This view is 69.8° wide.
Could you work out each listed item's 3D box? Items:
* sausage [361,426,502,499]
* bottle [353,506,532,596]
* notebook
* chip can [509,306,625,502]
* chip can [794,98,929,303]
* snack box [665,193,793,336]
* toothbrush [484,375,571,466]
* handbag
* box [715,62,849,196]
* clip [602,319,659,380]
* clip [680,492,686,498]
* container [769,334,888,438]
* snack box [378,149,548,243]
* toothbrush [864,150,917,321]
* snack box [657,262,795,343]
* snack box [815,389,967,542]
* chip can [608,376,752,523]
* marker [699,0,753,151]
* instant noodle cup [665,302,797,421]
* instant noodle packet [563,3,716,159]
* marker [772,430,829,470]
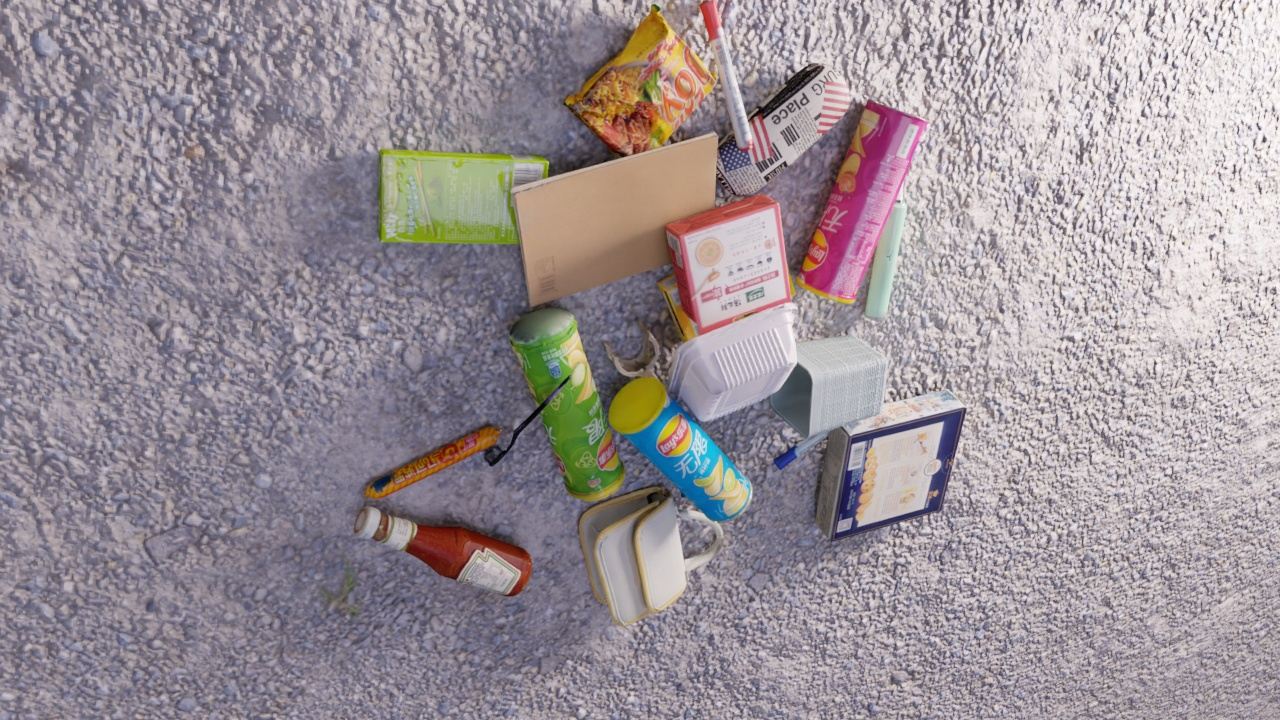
[{"bbox_3d":[-0.224,0.111,0.990,0.165,0.021,0.021,-26,123,-8],"label":"sausage"},{"bbox_3d":[-0.218,0.210,1.022,0.206,0.059,0.060,27,103,-31],"label":"bottle"},{"bbox_3d":[-0.021,-0.138,0.921,0.211,0.012,0.150,-19,140,-14],"label":"notebook"},{"bbox_3d":[-0.077,0.048,0.987,0.072,0.072,0.221,-23,122,-10],"label":"chip can"},{"bbox_3d":[0.240,-0.172,1.002,0.071,0.071,0.211,10,111,-26],"label":"chip can"},{"bbox_3d":[0.094,-0.095,0.960,0.113,0.044,0.127,-20,119,-13],"label":"snack box"},{"bbox_3d":[-0.121,0.064,0.963,0.017,0.014,0.190,38,132,-7],"label":"toothbrush"},{"bbox_3d":[0.024,0.234,1.136,0.178,0.063,0.163,-20,123,-16],"label":"handbag"},{"bbox_3d":[0.142,-0.239,0.949,0.164,0.060,0.072,-39,100,1],"label":"box"},{"bbox_3d":[-0.011,0.007,1.017,0.094,0.035,0.102,-13,128,-21],"label":"clip"},{"bbox_3d":[0.068,0.146,1.131,0.049,0.015,0.057,9,110,-28],"label":"clip"},{"bbox_3d":[0.225,0.025,1.089,0.111,0.090,0.090,-13,120,-19],"label":"container"},{"bbox_3d":[-0.168,-0.154,0.872,0.156,0.026,0.086,-3,117,-21],"label":"snack box"},{"bbox_3d":[0.289,-0.151,1.060,0.027,0.026,0.225,4,116,0],"label":"toothbrush"},{"bbox_3d":[0.097,-0.080,1.015,0.140,0.033,0.087,-28,123,-4],"label":"snack box"},{"bbox_3d":[0.326,0.139,1.204,0.182,0.045,0.178,-11,124,-19],"label":"snack box"},{"bbox_3d":[0.050,0.106,1.044,0.071,0.071,0.210,-41,128,2],"label":"chip can"},{"bbox_3d":[0.085,-0.276,0.894,0.017,0.017,0.145,-21,106,-11],"label":"marker"},{"bbox_3d":[0.104,0.011,0.991,0.138,0.060,0.174,-21,165,-10],"label":"instant noodle cup"},{"bbox_3d":[0.006,-0.257,0.881,0.128,0.044,0.110,-47,127,5],"label":"instant noodle packet"},{"bbox_3d":[0.232,0.092,1.168,0.146,0.017,0.017,-35,123,-2],"label":"marker"}]
